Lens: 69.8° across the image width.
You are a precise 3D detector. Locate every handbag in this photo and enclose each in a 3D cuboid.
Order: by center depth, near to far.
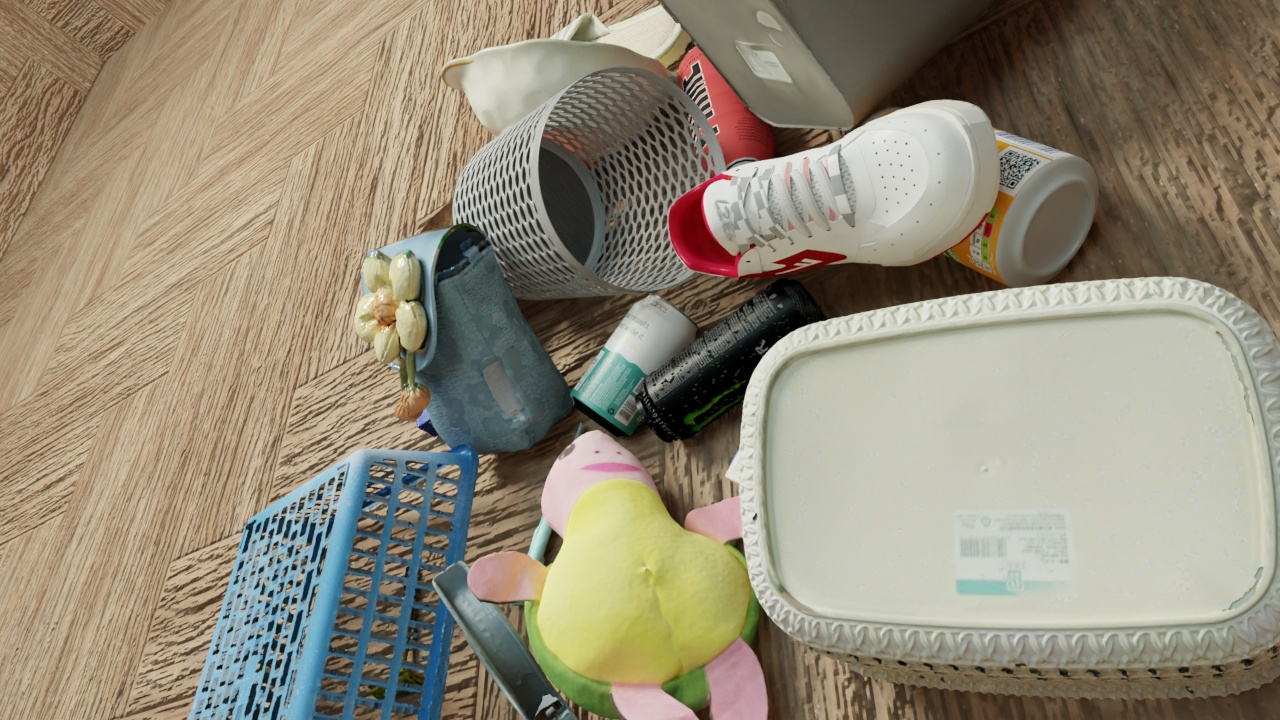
[{"bbox_3d":[-0.146,-0.006,0.706,0.122,0.192,0.118,-5,28,39],"label":"handbag"}]

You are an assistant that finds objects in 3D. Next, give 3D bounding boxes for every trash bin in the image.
[{"bbox_3d":[0.145,-0.290,0.619,0.220,0.197,0.197,-48,25,-3],"label":"trash bin"},{"bbox_3d":[-0.049,-0.124,0.716,0.184,0.156,0.156,-2,59,58],"label":"trash bin"}]

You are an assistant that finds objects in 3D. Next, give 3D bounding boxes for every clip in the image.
[{"bbox_3d":[-0.081,0.182,0.557,0.030,0.164,0.173,-37,43,-19],"label":"clip"}]

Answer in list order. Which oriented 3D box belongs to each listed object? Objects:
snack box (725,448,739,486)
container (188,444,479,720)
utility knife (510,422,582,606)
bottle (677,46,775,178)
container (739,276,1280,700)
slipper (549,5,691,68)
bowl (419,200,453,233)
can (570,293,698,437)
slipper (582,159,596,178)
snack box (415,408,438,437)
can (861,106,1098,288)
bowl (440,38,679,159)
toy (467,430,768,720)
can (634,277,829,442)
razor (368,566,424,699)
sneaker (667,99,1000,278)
[{"bbox_3d":[0.127,0.062,0.545,0.150,0.026,0.082,20,77,47],"label":"snack box"},{"bbox_3d":[-0.247,0.243,0.665,0.258,0.089,0.361,-29,45,39],"label":"container"},{"bbox_3d":[-0.066,0.113,0.690,0.022,0.015,0.147,-38,30,65],"label":"utility knife"},{"bbox_3d":[0.072,-0.186,0.742,0.062,0.062,0.176,-29,46,23],"label":"bottle"},{"bbox_3d":[0.161,0.056,0.404,0.252,0.143,0.184,-7,76,28],"label":"container"},{"bbox_3d":[-0.062,-0.312,0.960,0.273,0.054,0.114,-9,51,36],"label":"slipper"},{"bbox_3d":[-0.159,-0.113,0.827,0.102,0.026,0.114,-13,41,29],"label":"bowl"},{"bbox_3d":[-0.004,0.004,0.680,0.101,0.055,0.055,-55,42,-4],"label":"can"},{"bbox_3d":[-0.122,-0.094,0.850,0.104,0.059,0.248,11,55,46],"label":"slipper"},{"bbox_3d":[-0.180,-0.007,0.863,0.082,0.027,0.150,-35,43,16],"label":"snack box"},{"bbox_3d":[0.197,-0.104,0.561,0.079,0.079,0.142,-49,42,2],"label":"can"},{"bbox_3d":[-0.067,-0.223,0.820,0.188,0.219,0.060,162,109,-79],"label":"bowl"},{"bbox_3d":[-0.005,0.134,0.560,0.190,0.088,0.238,-15,40,-16],"label":"toy"},{"bbox_3d":[0.062,0.001,0.625,0.138,0.054,0.054,-37,43,16],"label":"can"},{"bbox_3d":[-0.185,0.210,0.722,0.043,0.026,0.105,-30,42,25],"label":"razor"},{"bbox_3d":[0.095,-0.092,0.556,0.237,0.104,0.090,2,104,61],"label":"sneaker"}]
